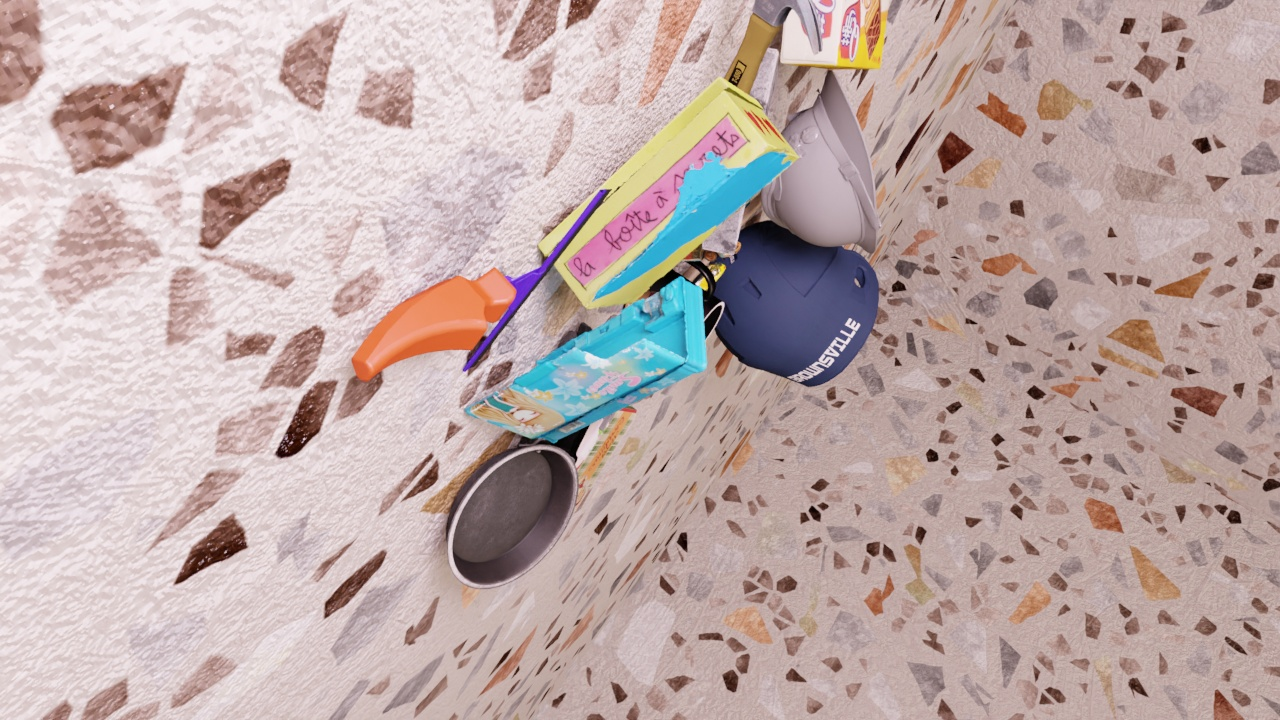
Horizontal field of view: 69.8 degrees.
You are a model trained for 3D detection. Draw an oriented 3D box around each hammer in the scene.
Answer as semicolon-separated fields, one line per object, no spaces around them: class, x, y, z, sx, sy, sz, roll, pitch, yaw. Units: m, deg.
hammer;0.098;-0.144;1.230;0.331;0.031;0.119;-49;-165;-7
hammer;0.133;-0.228;1.110;0.300;0.037;0.218;-11;114;-78
hammer;0.077;-0.232;0.904;0.025;0.118;0.334;-41;165;-38

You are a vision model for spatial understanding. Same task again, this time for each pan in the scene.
pan;-0.111;0.103;1.049;0.187;0.055;0.357;15;102;-52

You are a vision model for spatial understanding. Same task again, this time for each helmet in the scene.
helmet;0.202;-0.214;1.102;0.118;0.183;0.271;-19;152;6
helmet;0.203;-0.110;1.370;0.233;0.223;0.271;-49;-157;35

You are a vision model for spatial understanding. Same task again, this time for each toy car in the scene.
toy car;0.073;-0.098;1.261;0.107;0.030;0.049;-43;-163;-2
toy car;0.060;-0.142;1.069;0.047;0.112;0.047;-48;132;-56

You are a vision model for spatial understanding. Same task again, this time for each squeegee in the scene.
squeegee;-0.145;-0.033;0.695;0.250;0.055;0.184;-45;176;41

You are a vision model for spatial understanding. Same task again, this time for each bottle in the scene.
bottle;-0.065;0.074;1.201;0.146;0.051;0.051;-55;166;-5

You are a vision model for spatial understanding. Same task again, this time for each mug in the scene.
mug;0.047;-0.078;1.134;0.081;0.098;0.118;-39;158;-49

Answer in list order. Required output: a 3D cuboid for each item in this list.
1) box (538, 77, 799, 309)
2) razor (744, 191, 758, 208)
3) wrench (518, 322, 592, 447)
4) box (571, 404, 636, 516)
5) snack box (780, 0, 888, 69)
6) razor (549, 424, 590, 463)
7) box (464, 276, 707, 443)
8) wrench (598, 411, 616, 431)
box;0.028;-0.145;0.829;0.221;0.081;0.124;-42;170;23
razor;0.141;-0.211;1.314;0.143;0.022;0.042;-48;127;-15
wrench;-0.118;0.065;1.081;0.072;0.018;0.274;-33;154;-56
box;-0.087;0.141;1.291;0.205;0.049;0.117;-58;167;4
snack box;0.225;-0.387;1.037;0.229;0.062;0.110;-31;128;-60
razor;-0.081;0.073;1.149;0.060;0.057;0.156;-2;-120;53
box;-0.058;-0.006;0.877;0.121;0.097;0.227;22;145;-38
wrench;-0.007;0.007;1.179;0.084;0.018;0.272;-62;180;32
